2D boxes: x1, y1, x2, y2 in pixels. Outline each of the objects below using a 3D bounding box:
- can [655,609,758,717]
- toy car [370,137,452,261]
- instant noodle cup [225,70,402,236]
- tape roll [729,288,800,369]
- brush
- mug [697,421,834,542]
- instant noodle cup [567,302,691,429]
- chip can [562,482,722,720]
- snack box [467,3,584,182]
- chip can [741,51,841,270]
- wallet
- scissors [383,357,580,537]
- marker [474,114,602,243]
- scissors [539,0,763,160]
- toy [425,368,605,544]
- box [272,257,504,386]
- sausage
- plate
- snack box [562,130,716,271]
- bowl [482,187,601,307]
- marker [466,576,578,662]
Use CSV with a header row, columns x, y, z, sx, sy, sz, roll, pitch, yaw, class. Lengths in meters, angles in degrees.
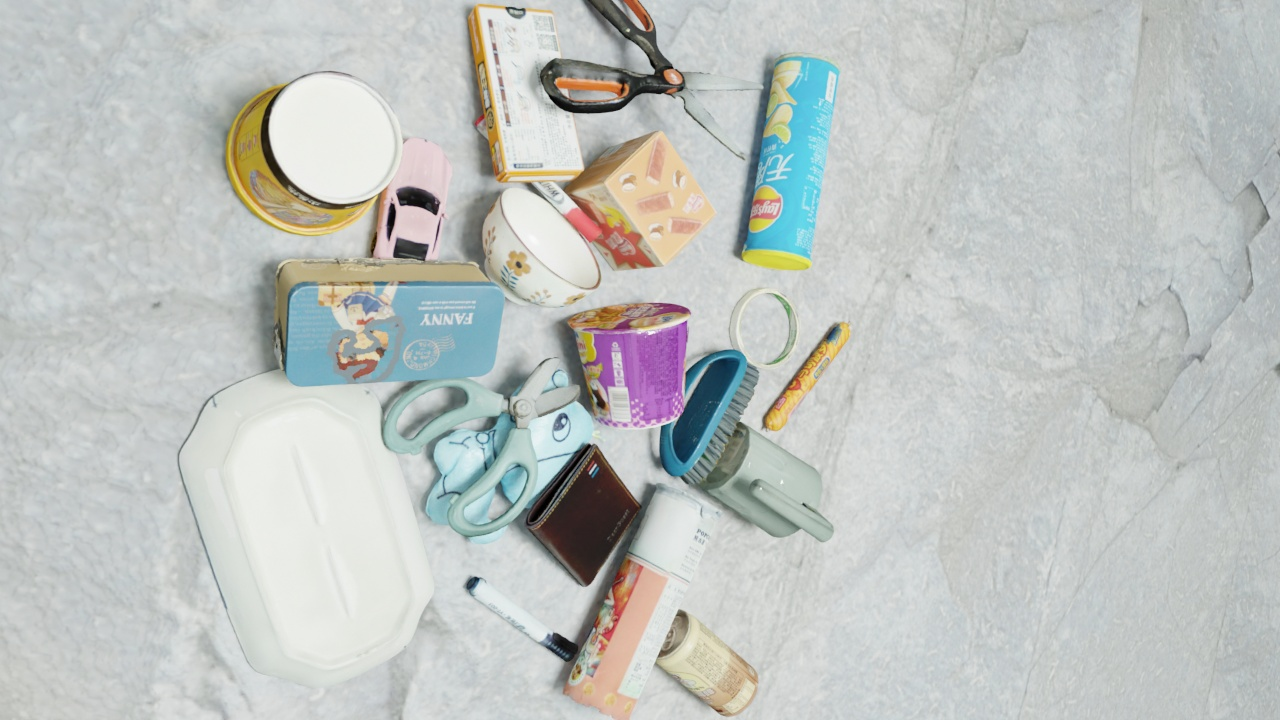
x,y,z,sx,sy,sz,roll,pitch,yaw,class
0.064,0.303,0.918,0.116,0.059,0.058,46,70,-24,can
-0.189,-0.126,0.764,0.056,0.037,0.122,10,86,-32,toy car
-0.239,-0.157,0.687,0.118,0.115,0.118,-1,92,-31,instant noodle cup
0.133,-0.033,0.970,0.085,0.014,0.086,-1,93,-31,tape roll
0.061,0.049,0.907,0.073,0.055,0.143,38,74,-28,brush
0.126,0.125,0.912,0.103,0.124,0.083,35,93,-24,mug
-0.005,0.005,0.843,0.111,0.112,0.099,-16,109,-29,instant noodle cup
0.003,0.228,0.872,0.071,0.071,0.214,32,76,-28,chip can
-0.100,-0.232,0.799,0.075,0.026,0.153,-7,83,-29,snack box
0.155,-0.202,0.944,0.071,0.071,0.210,11,86,-31,chip can
-0.049,0.143,0.844,0.096,0.020,0.122,-51,140,-18,wallet
-0.119,0.074,0.775,0.176,0.019,0.172,-16,85,-18,scissors
-0.090,-0.161,0.815,0.145,0.017,0.017,45,70,-11,marker
0.009,-0.259,0.817,0.220,0.022,0.233,-24,72,-33,scissors
-0.107,0.085,0.814,0.156,0.050,0.161,6,94,-28,toy
-0.195,-0.032,0.735,0.184,0.062,0.090,-4,120,-28,box
0.184,0.017,0.998,0.021,0.021,0.164,48,69,-23,sausage
-0.258,0.137,0.735,0.161,0.034,0.266,-19,101,-29,plate
-0.003,-0.142,0.839,0.077,0.093,0.094,-47,113,-21,snack box
-0.095,-0.087,0.794,0.113,0.113,0.062,38,114,-26,bowl
-0.106,0.236,0.838,0.023,0.018,0.130,-34,117,22,marker
